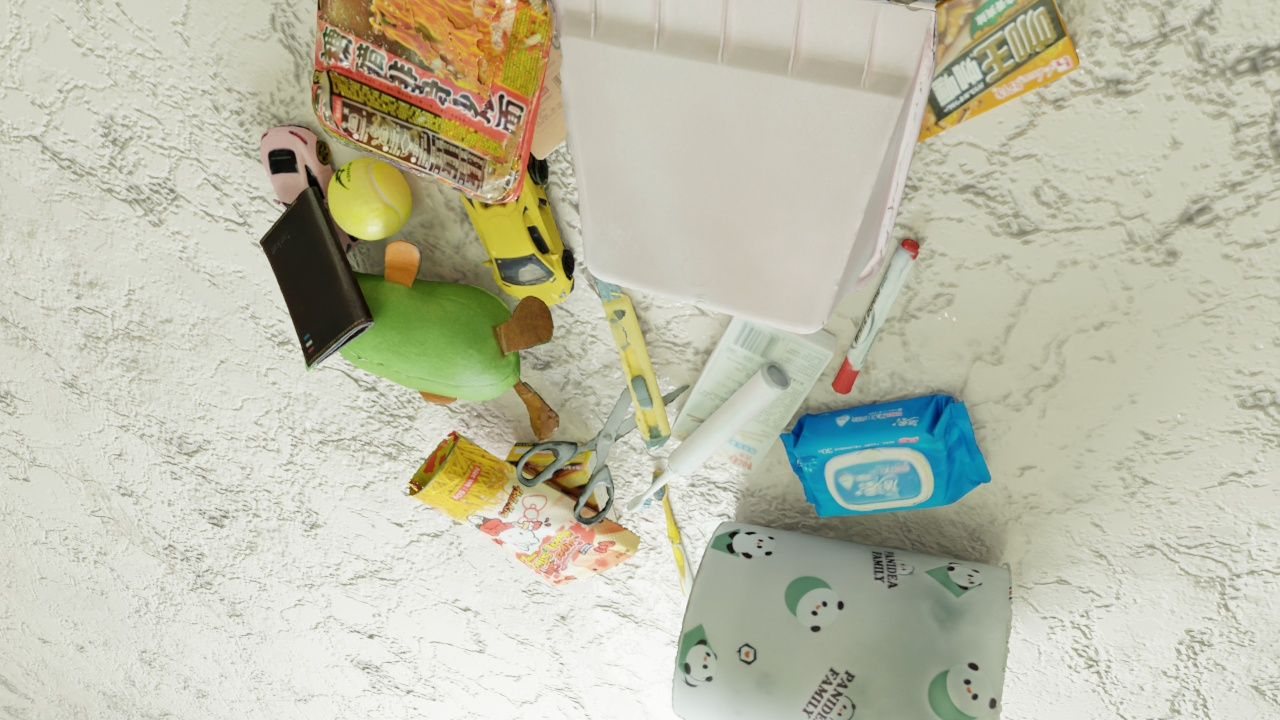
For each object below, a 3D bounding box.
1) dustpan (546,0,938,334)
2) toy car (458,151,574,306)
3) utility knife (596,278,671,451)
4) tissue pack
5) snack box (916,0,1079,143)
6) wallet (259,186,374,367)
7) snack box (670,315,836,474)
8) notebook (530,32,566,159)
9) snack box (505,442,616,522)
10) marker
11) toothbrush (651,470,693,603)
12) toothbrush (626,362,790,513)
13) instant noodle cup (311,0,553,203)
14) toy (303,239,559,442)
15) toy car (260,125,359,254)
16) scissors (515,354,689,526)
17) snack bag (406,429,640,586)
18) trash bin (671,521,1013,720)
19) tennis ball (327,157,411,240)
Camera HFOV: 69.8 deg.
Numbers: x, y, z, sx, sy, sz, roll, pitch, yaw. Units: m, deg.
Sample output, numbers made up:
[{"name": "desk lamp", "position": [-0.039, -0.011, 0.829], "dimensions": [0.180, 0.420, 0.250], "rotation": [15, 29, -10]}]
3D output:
[{"name": "dustpan", "position": [0.062, -0.132, 0.597], "dimensions": [0.223, 0.138, 0.274], "rotation": [19, 128, 16]}, {"name": "toy car", "position": [-0.098, -0.105, 0.732], "dimensions": [0.071, 0.041, 0.156], "rotation": [-2, 127, 21]}, {"name": "utility knife", "position": [-0.005, 0.005, 0.788], "dimensions": [0.031, 0.018, 0.165], "rotation": [-12, 105, 16]}, {"name": "tissue pack", "position": [0.202, 0.082, 0.762], "dimensions": [0.157, 0.052, 0.095], "rotation": [-11, 124, 24]}, {"name": "snack box", "position": [0.186, -0.185, 0.582], "dimensions": [0.154, 0.026, 0.075], "rotation": [-21, 117, 31]}, {"name": "wallet", "position": [-0.269, -0.067, 0.756], "dimensions": [0.097, 0.020, 0.122], "rotation": [-27, 84, 37]}, {"name": "snack box", "position": [0.091, 0.024, 0.774], "dimensions": [0.084, 0.026, 0.157], "rotation": [25, 130, -1]}, {"name": "notebook", "position": [-0.090, -0.257, 0.624], "dimensions": [0.148, 0.008, 0.207], "rotation": [-32, 107, 35]}, {"name": "snack box", "position": [-0.074, 0.144, 0.919], "dimensions": [0.087, 0.033, 0.140], "rotation": [0, 128, 19]}, {"name": "marker", "position": [0.180, -0.031, 0.709], "dimensions": [0.017, 0.017, 0.146], "rotation": [19, 130, 4]}, {"name": "toothbrush", "position": [0.034, 0.185, 0.921], "dimensions": [0.016, 0.018, 0.191], "rotation": [1, 126, 20]}, {"name": "toothbrush", "position": [0.050, 0.076, 0.791], "dimensions": [0.026, 0.026, 0.222], "rotation": [10, 138, -34]}, {"name": "instant noodle cup", "position": [-0.131, -0.216, 0.613], "dimensions": [0.164, 0.078, 0.189], "rotation": [24, 129, 5]}, {"name": "toy", "position": [-0.180, -0.021, 0.794], "dimensions": [0.247, 0.089, 0.227], "rotation": [16, 140, 11]}, {"name": "toy car", "position": [-0.279, -0.138, 0.771], "dimensions": [0.056, 0.037, 0.122], "rotation": [2, 127, 20]}, {"name": "scissors", "position": [-0.035, 0.075, 0.821], "dimensions": [0.174, 0.014, 0.159], "rotation": [-7, 112, 0]}, {"name": "snack bag", "position": [-0.116, 0.151, 0.886], "dimensions": [0.208, 0.073, 0.129], "rotation": [37, 129, -20]}, {"name": "trash bin", "position": [0.175, 0.261, 0.812], "dimensions": [0.252, 0.228, 0.230], "rotation": [12, 129, 18]}, {"name": "tennis ball", "position": [-0.217, -0.130, 0.737], "dimensions": [0.065, 0.065, 0.066], "rotation": [9, 128, 12]}]
